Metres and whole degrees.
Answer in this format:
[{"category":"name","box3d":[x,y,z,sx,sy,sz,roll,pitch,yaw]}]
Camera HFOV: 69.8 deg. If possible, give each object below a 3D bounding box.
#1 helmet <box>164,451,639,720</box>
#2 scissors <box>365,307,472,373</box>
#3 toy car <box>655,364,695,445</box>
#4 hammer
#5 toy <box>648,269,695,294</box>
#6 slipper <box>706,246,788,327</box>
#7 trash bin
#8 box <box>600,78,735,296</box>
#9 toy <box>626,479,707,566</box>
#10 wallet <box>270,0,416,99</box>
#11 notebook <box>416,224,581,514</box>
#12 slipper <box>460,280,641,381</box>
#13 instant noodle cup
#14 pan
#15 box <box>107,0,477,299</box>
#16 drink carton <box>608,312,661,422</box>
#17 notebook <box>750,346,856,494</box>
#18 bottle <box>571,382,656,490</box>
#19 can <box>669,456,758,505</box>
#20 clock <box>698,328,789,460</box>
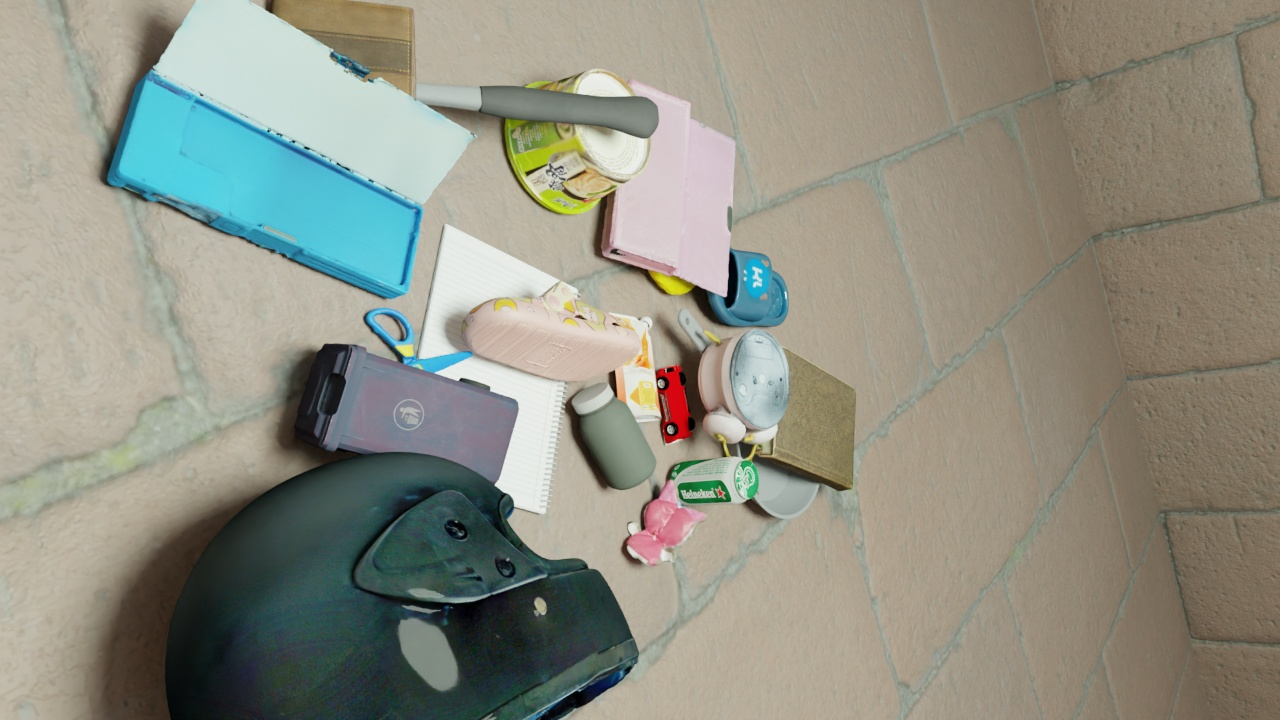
[{"category":"helmet","box3d":[-0.170,0.182,0.659,0.315,0.250,0.236,-12,62,-48]},{"category":"scissors","box3d":[-0.205,0.012,0.816,0.125,0.015,0.126,48,58,-22]},{"category":"toy car","box3d":[0.038,0.052,1.078,0.038,0.025,0.089,-12,90,-49]},{"category":"hammer","box3d":[-0.128,-0.245,0.858,0.310,0.030,0.125,-1,79,-22]},{"category":"toy","box3d":[0.040,-0.126,1.105,0.095,0.041,0.094,56,50,-24]},{"category":"slipper","box3d":[0.145,-0.091,1.194,0.213,0.059,0.103,14,75,-53]},{"category":"trash bin","box3d":[-0.194,0.046,0.758,0.160,0.092,0.093,20,81,-34]},{"category":"box","box3d":[0.046,-0.205,1.085,0.179,0.039,0.232,16,65,-27]},{"category":"toy","box3d":[0.023,0.189,1.023,0.065,0.050,0.102,41,57,5]},{"category":"wallet","box3d":[-0.252,-0.258,0.781,0.121,0.027,0.098,1,81,-16]},{"category":"notebook","box3d":[-0.140,0.012,0.898,0.177,0.013,0.245,24,65,-42]},{"category":"slipper","box3d":[-0.090,-0.035,0.899,0.197,0.093,0.081,11,53,-42]},{"category":"instant noodle cup","box3d":[-0.061,-0.235,0.971,0.146,0.098,0.146,13,73,-46]},{"category":"pan","box3d":[0.133,0.058,1.162,0.356,0.051,0.200,47,51,-32]},{"category":"box","box3d":[-0.275,-0.167,0.744,0.243,0.071,0.170,25,90,-43]},{"category":"drink carton","box3d":[-0.006,0.006,1.037,0.069,0.039,0.122,7,71,-47]},{"category":"notebook","box3d":[0.219,0.099,1.202,0.215,0.035,0.190,27,64,-45]},{"category":"bottle","box3d":[-0.029,0.080,0.971,0.060,0.060,0.108,-45,115,-43]},{"category":"can","box3d":[0.082,0.139,1.050,0.053,0.101,0.053,12,73,-46]},{"category":"clock","box3d":[0.121,0.042,1.076,0.116,0.059,0.158,5,82,-47]}]
